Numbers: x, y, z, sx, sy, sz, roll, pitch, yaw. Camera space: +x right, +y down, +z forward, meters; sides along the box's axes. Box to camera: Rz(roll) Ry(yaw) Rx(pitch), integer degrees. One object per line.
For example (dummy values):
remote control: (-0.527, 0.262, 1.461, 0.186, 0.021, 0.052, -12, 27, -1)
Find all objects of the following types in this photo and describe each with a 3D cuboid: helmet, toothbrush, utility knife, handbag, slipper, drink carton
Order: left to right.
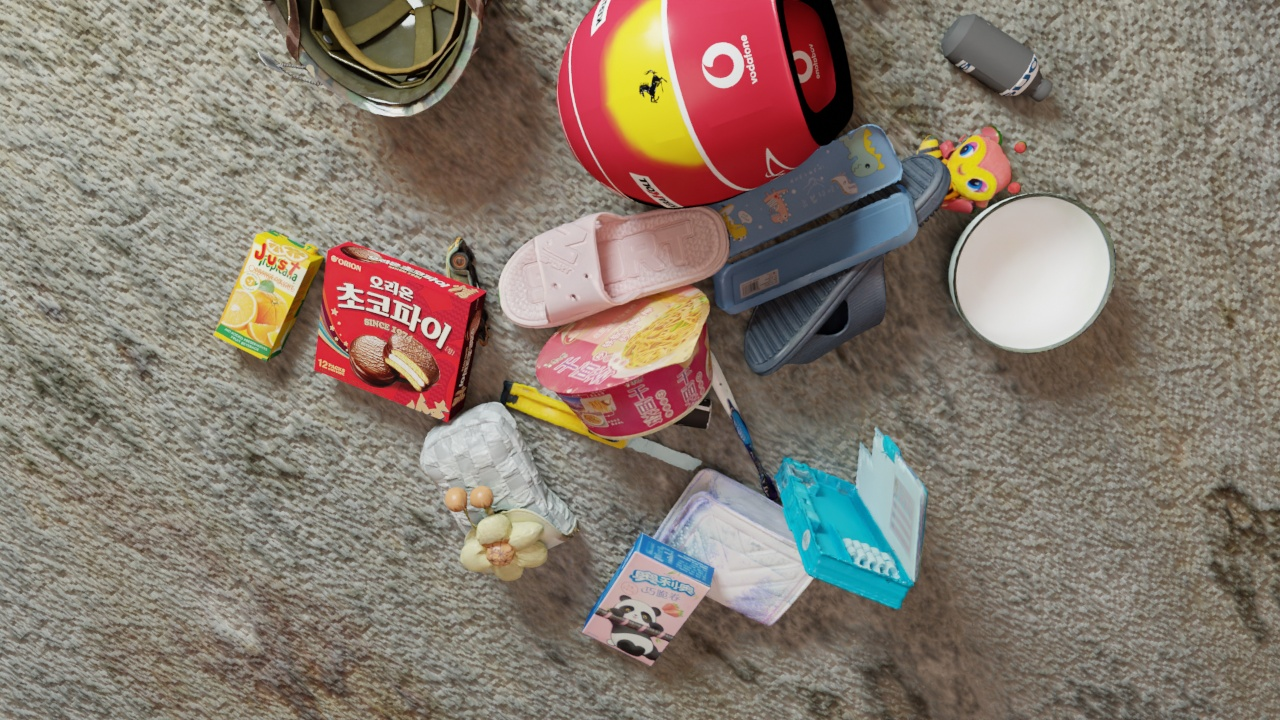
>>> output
drink carton: (-0.375, -0.069, 0.931, 0.058, 0.041, 0.122, 27, 102, -6)
helmet: (-0.219, -0.320, 0.764, 0.193, 0.236, 0.224, -9, 93, 8)
handbag: (-0.153, 0.138, 0.936, 0.113, 0.123, 0.171, -23, 108, 12)
utility knife: (-0.042, 0.072, 0.976, 0.227, 0.019, 0.030, 20, 112, -7)
slipper: (-0.034, -0.096, 0.887, 0.240, 0.064, 0.094, -14, 87, 13)
helmet: (0.046, -0.235, 0.794, 0.225, 0.270, 0.198, -11, 102, 25)
handbag: (0.100, 0.202, 0.981, 0.158, 0.069, 0.127, 29, 117, -5)
toothbrush: (0.103, 0.066, 0.971, 0.016, 0.017, 0.189, -27, 100, -4)
slipper: (0.209, -0.081, 0.897, 0.082, 0.101, 0.264, 33, 107, -32)

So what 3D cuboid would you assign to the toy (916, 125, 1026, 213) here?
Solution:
toy: (0.316, -0.185, 0.892, 0.103, 0.046, 0.084, 4, 110, 3)

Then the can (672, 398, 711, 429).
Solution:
can: (0.032, 0.051, 0.959, 0.080, 0.031, 0.031, 8, 104, -1)

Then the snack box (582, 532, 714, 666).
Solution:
snack box: (0.006, 0.258, 0.980, 0.088, 0.033, 0.154, 27, 125, -3)

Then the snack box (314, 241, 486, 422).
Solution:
snack box: (-0.241, -0.028, 0.911, 0.152, 0.035, 0.133, 20, 116, 9)

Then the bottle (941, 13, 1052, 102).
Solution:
bottle: (0.338, -0.282, 0.866, 0.112, 0.047, 0.047, 30, 102, -7)

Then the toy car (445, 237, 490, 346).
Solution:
toy car: (-0.184, -0.066, 0.924, 0.047, 0.047, 0.112, -12, 103, -2)

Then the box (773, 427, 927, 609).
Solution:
box: (0.205, 0.122, 0.873, 0.097, 0.226, 0.117, 23, 103, -5)

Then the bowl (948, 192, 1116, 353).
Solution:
bowl: (0.372, -0.088, 0.899, 0.153, 0.072, 0.153, 0, 104, 0)

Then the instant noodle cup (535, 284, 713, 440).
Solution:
instant noodle cup: (-0.005, 0.005, 0.887, 0.179, 0.178, 0.078, -22, 119, 6)

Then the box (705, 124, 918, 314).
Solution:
box: (0.153, -0.129, 0.870, 0.210, 0.047, 0.122, -22, 79, 30)
